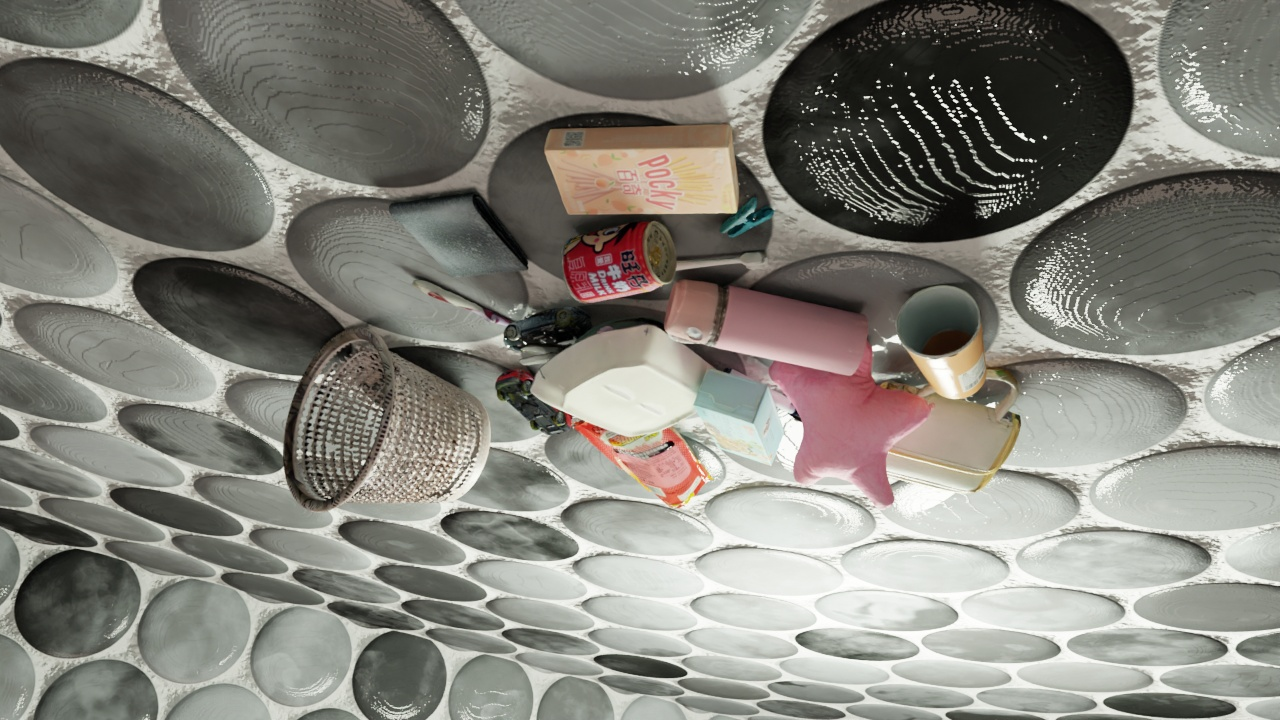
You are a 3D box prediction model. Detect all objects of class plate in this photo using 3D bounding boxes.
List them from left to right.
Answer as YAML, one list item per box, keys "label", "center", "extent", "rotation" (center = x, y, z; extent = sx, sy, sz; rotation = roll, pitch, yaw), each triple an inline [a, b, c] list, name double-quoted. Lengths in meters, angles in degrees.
- label: "plate"
  center: [-0.009, 0.035, 1.033]
  extent: [0.162, 0.034, 0.265]
  rotation: [-27, 154, 17]

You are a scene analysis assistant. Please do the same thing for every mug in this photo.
- label: "mug"
  center: [0.308, -0.011, 0.917]
  extent: [0.078, 0.078, 0.123]
  rotation: [-7, 151, 26]

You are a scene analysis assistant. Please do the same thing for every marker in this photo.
- label: "marker"
  center: [0.154, 0.044, 1.093]
  extent: [0.130, 0.018, 0.023]
  rotation: [26, 103, -14]

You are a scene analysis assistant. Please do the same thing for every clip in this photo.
- label: "clip"
  center: [0.095, -0.128, 0.833]
  extent: [0.048, 0.014, 0.057]
  rotation: [25, 148, -29]

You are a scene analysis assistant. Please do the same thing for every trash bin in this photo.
- label: "trash bin"
  center: [-0.308, 0.093, 1.163]
  extent: [0.228, 0.227, 0.192]
  rotation: [-16, 154, 38]

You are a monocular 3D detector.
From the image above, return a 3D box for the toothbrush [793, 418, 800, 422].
- label: "toothbrush"
  center: [0.280, 0.071, 1.124]
  extent: [0.190, 0.016, 0.014]
  rotation: [-3, 141, 23]

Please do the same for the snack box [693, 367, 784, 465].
- label: "snack box"
  center: [0.120, 0.070, 1.091]
  extent: [0.074, 0.051, 0.175]
  rotation: [18, 164, 22]

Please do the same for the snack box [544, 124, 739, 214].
- label: "snack box"
  center: [0.003, -0.162, 0.788]
  extent: [0.157, 0.026, 0.084]
  rotation: [2, 150, 14]

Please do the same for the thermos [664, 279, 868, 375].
- label: "thermos"
  center: [0.124, -0.030, 0.940]
  extent: [0.198, 0.067, 0.087]
  rotation: [10, 147, -4]

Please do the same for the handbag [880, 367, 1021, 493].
- label: "handbag"
  center: [0.345, 0.071, 1.044]
  extent: [0.163, 0.063, 0.179]
  rotation: [15, 135, -2]

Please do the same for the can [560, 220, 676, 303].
- label: "can"
  center: [-0.020, -0.094, 0.872]
  extent: [0.094, 0.066, 0.066]
  rotation: [-9, 146, 29]

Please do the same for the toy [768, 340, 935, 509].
- label: "toy"
  center: [0.238, 0.074, 1.012]
  extent: [0.179, 0.194, 0.074]
  rotation: [-11, -173, 35]

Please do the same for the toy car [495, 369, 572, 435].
- label: "toy car"
  center: [-0.136, 0.051, 1.181]
  extent: [0.053, 0.045, 0.120]
  rotation: [-14, 137, 32]

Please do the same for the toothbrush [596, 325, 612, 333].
- label: "toothbrush"
  center: [-0.006, 0.006, 1.044]
  extent: [0.021, 0.029, 0.189]
  rotation: [23, 171, 28]

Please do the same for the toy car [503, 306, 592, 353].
- label: "toy car"
  center: [-0.105, -0.036, 1.028]
  extent: [0.106, 0.031, 0.049]
  rotation: [-15, 152, 20]

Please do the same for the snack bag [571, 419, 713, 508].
- label: "snack bag"
  center: [0.009, 0.124, 1.253]
  extent: [0.129, 0.073, 0.208]
  rotation: [-14, 138, 28]

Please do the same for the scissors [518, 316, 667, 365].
- label: "scissors"
  center: [-0.053, -0.004, 1.047]
  extent: [0.177, 0.019, 0.169]
  rotation: [-13, 155, 2]

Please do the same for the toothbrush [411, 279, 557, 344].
- label: "toothbrush"
  center: [-0.175, -0.048, 1.048]
  extent: [0.187, 0.017, 0.016]
  rotation: [25, 149, -27]

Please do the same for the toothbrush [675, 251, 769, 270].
- label: "toothbrush"
  center: [0.038, -0.092, 0.911]
  extent: [0.180, 0.016, 0.016]
  rotation: [-3, 154, 19]

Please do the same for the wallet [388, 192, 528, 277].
- label: "wallet"
  center: [-0.179, -0.123, 0.921]
  extent: [0.097, 0.019, 0.121]
  rotation: [-2, 150, 23]
